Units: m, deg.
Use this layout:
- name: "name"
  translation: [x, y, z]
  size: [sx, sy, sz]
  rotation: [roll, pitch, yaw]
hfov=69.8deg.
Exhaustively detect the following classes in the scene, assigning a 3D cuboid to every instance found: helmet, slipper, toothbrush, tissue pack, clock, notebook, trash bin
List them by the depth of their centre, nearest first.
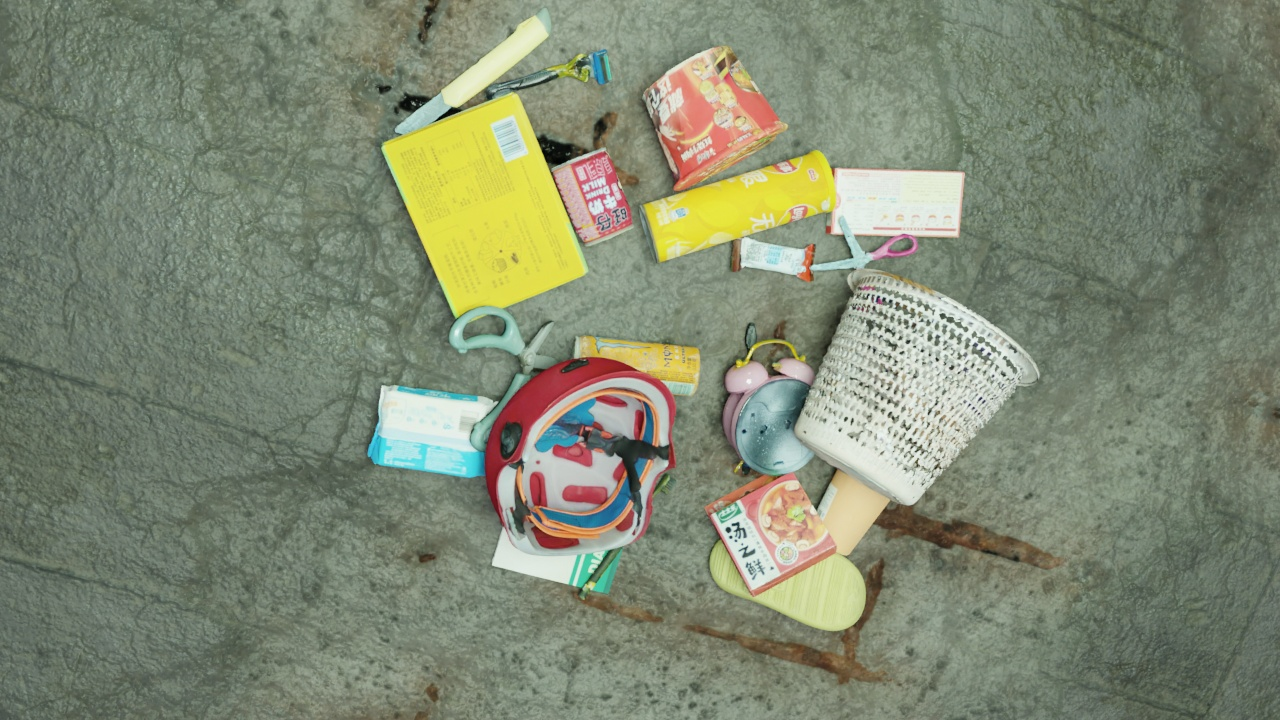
- name: "trash bin"
  translation: [0.278, 0.040, 0.995]
  size: [0.227, 0.227, 0.192]
  rotation: [33, 87, -10]
- name: "helmet"
  translation: [-0.075, 0.087, 0.999]
  size: [0.206, 0.144, 0.240]
  rotation: [4, 116, -36]
- name: "tissue pack"
  translation: [-0.235, 0.080, 1.047]
  size: [0.140, 0.063, 0.090]
  rotation: [9, 97, -10]
- name: "clock"
  translation: [0.153, 0.053, 1.075]
  size: [0.117, 0.060, 0.158]
  rotation: [-5, 104, -19]
- name: "toothbrush"
  translation: [0.130, 0.048, 1.105]
  size: [0.014, 0.016, 0.189]
  rotation: [1, 101, -2]
- name: "notebook"
  translation: [-0.079, 0.169, 1.107]
  size: [0.150, 0.012, 0.209]
  rotation: [16, 98, -10]
- name: "toothbrush"
  translation: [-0.016, 0.215, 1.111]
  size: [0.017, 0.012, 0.186]
  rotation: [35, 93, -24]
- name: "slipper"
  translation: [0.180, 0.262, 1.119]
  size: [0.191, 0.081, 0.091]
  rotation: [15, 85, 17]

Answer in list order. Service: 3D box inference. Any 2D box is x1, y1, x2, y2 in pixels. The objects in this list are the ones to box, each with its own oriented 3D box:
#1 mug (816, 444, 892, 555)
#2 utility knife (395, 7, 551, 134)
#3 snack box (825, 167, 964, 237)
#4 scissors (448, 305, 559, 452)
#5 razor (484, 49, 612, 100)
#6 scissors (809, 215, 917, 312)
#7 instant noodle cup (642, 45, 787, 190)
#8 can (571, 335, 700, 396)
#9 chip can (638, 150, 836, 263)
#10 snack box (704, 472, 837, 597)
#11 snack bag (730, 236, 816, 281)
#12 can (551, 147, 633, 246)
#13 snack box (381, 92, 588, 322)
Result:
- name: "mug"
  translation: [0.258, 0.170, 1.112]
  size: [0.078, 0.078, 0.123]
  rotation: [27, 100, -10]
- name: "utility knife"
  translation: [-0.181, -0.312, 1.007]
  size: [0.213, 0.022, 0.031]
  rotation: [-39, 100, -5]
- name: "snack box"
  translation: [0.298, -0.184, 1.075]
  size: [0.155, 0.027, 0.077]
  rotation: [1, 99, -6]
- name: "scissors"
  translation: [-0.157, 0.023, 1.014]
  size: [0.170, 0.019, 0.179]
  rotation: [16, 91, -52]
- name: "razor"
  translation: [-0.104, -0.313, 1.015]
  size: [0.143, 0.022, 0.043]
  rotation: [-15, 145, 0]
- name: "scissors"
  translation: [0.266, -0.116, 1.074]
  size: [0.135, 0.017, 0.133]
  rotation: [-27, 117, 7]
- name: "instant noodle cup"
  translation: [0.072, -0.262, 0.989]
  size: [0.138, 0.138, 0.108]
  rotation: [-29, 93, -1]
- name: "can"
  translation: [-0.006, 0.006, 1.061]
  size: [0.146, 0.058, 0.058]
  rotation: [6, 99, -7]
- name: "chip can"
  translation: [0.109, -0.173, 1.036]
  size: [0.213, 0.072, 0.072]
  rotation: [-17, 101, -2]
- name: "snack box"
  translation: [0.150, 0.195, 1.083]
  size: [0.113, 0.044, 0.127]
  rotation: [-29, 62, -1]
- name: "snack bag"
  translation: [0.157, -0.120, 1.072]
  size: [0.104, 0.026, 0.048]
  rotation: [5, 93, -6]
- name: "can"
  translation: [-0.052, -0.181, 1.019]
  size: [0.066, 0.066, 0.094]
  rotation: [-22, 101, -2]
- name: "snack box"
  translation: [-0.168, -0.165, 1.008]
  size: [0.157, 0.070, 0.210]
  rotation: [-22, 102, -2]
